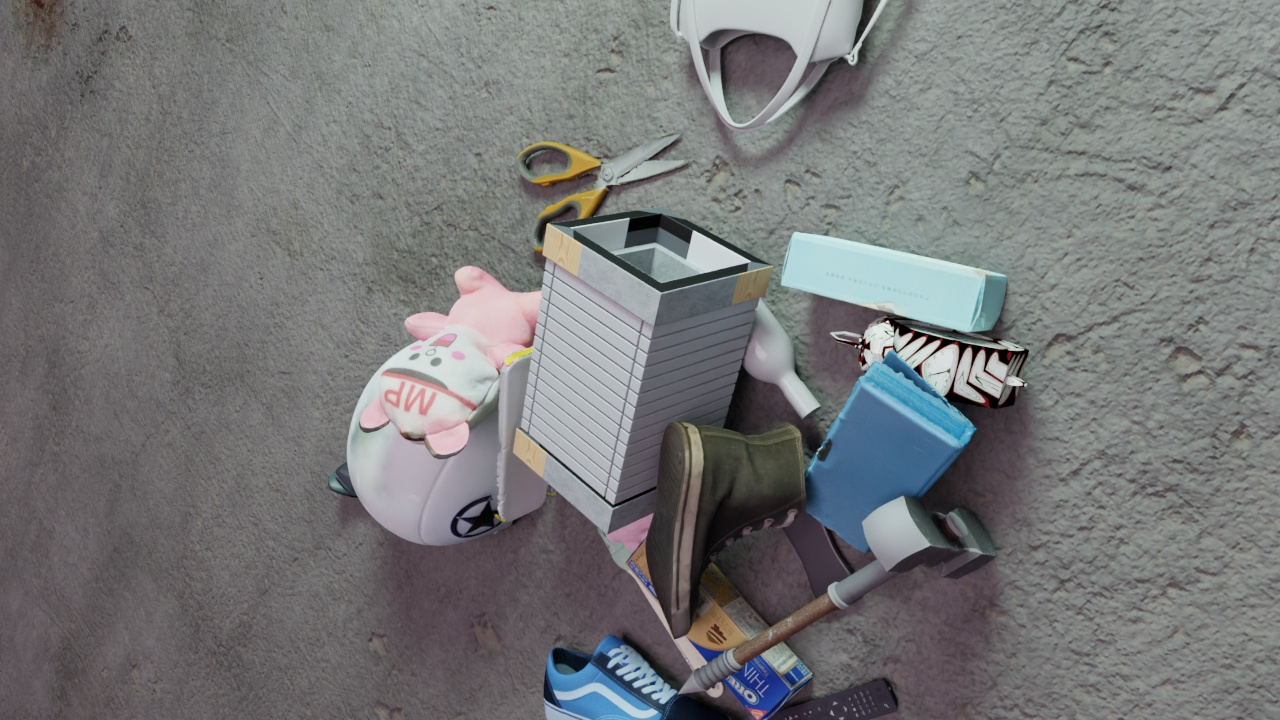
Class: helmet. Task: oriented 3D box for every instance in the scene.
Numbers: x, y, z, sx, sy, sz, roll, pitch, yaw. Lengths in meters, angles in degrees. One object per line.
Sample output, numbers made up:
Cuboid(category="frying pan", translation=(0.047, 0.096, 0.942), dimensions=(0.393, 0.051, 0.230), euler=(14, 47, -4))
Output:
Cuboid(category="helmet", translation=(-0.238, 0.089, 1.048), dimensions=(0.236, 0.163, 0.265), euler=(42, 120, 24))

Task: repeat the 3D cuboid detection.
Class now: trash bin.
Cuboid(category="trash bin", translation=(-0.005, 0.005, 0.859), dimensions=(0.142, 0.142, 0.247), euler=(35, 126, 35))

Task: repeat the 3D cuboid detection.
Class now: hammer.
Cuboid(category="hammer", translation=(0.145, 0.224, 0.805), dimensions=(0.323, 0.156, 0.043), euler=(-41, 53, 28))

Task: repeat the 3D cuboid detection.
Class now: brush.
Cuboid(category="brush", translation=(0.022, 0.263, 0.982), dimensions=(0.033, 0.012, 0.217), euler=(-45, 71, 28))

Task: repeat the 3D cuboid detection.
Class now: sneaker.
Cuboid(category="sneaker", translation=(-0.011, 0.349, 0.969), dimensions=(0.242, 0.083, 0.098), euler=(-1, 93, 37))
Cuboid(category="sneaker", translation=(0.074, 0.158, 0.841), dimensions=(0.095, 0.119, 0.235), euler=(-120, 33, -61))

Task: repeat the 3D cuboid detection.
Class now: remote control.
Cuboid(category="remote control", translation=(0.167, 0.177, 0.877), dimensions=(0.047, 0.009, 0.124), euler=(-33, 75, 31))
Cuboid(category="remote control", translation=(0.180, 0.335, 0.876), dimensions=(0.137, 0.015, 0.032), euler=(-31, 76, 29))

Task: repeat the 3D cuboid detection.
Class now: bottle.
Cuboid(category="bottle", translation=(0.106, -0.028, 0.878), dimensions=(0.053, 0.052, 0.195), euler=(-45, 69, 28))

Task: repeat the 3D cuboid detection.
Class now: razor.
Cuboid(category="razor", translation=(-0.350, 0.155, 1.210), dimensions=(0.143, 0.047, 0.052), euler=(-10, 112, 32))

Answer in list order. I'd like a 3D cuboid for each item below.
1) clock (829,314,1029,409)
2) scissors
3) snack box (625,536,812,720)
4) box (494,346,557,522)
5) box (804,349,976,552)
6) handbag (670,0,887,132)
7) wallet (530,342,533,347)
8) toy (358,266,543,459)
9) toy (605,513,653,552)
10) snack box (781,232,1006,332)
Cuboid(category="clock", translation=(0.230, 0.004, 0.753), dimensions=(0.155, 0.114, 0.065), euler=(14, 101, 15))
Cuboid(category="scissors", translation=(-0.047, -0.185, 0.994), dimensions=(0.226, 0.016, 0.162), euler=(4, 96, 32))
Cuboid(category="snack box", translation=(0.075, 0.258, 0.917), dimensions=(0.206, 0.056, 0.057), euler=(47, 114, 23))
Cuboid(category="box", translation=(-0.101, 0.064, 0.951), dimensions=(0.039, 0.129, 0.210), euler=(26, 127, 25))
Cuboid(category="box", translation=(0.195, 0.083, 0.758), dimensions=(0.093, 0.048, 0.232), euler=(34, 152, 16))
Cuboid(category="handbag", translation=(0.119, -0.317, 0.828), dimensions=(0.216, 0.095, 0.223), euler=(21, 110, 33))
Cuboid(category="wallet", translation=(-0.108, 0.001, 1.050), dimensions=(0.121, 0.013, 0.087), euler=(-18, 79, 34))
Cuboid(category="toy", translation=(-0.182, 0.004, 0.935), dimensions=(0.142, 0.084, 0.212), euler=(20, 60, 20))
Cuboid(category="toy", translation=(-0.013, 0.154, 0.973), dimensions=(0.102, 0.050, 0.093), euler=(21, 102, 32))
Cuboid(category="snack box", translation=(0.215, -0.069, 0.787), dimensions=(0.175, 0.074, 0.053), euler=(19, 104, 31))
